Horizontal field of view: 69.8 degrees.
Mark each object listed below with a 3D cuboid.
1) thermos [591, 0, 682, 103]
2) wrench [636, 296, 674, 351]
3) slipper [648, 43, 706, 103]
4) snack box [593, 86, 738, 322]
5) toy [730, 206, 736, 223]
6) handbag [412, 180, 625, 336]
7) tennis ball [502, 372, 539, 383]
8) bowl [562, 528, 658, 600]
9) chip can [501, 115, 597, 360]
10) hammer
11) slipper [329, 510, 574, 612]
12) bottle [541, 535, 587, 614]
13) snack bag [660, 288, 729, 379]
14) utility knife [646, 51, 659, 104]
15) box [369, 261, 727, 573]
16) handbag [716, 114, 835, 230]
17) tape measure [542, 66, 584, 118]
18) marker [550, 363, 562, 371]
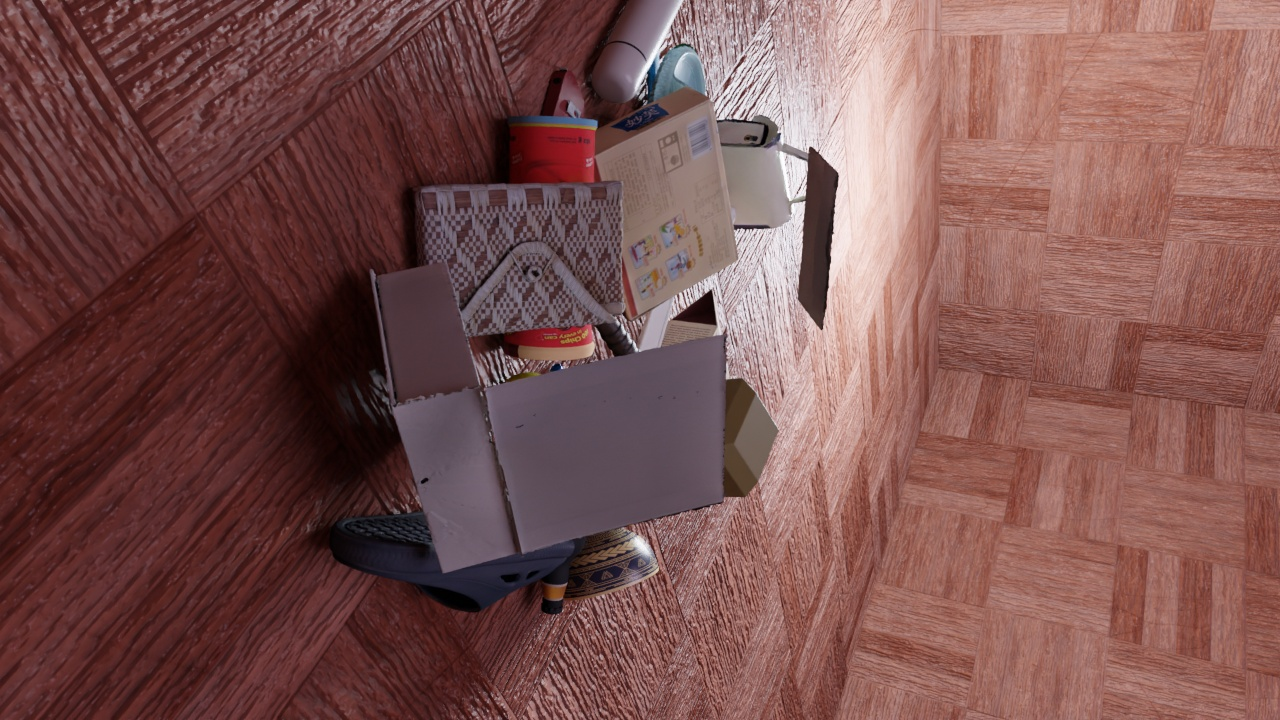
[{"bbox_3d":[0.007,-0.367,0.985,0.223,0.052,0.052,-68,151,-27],"label":"thermos"},{"bbox_3d":[0.036,-0.106,1.140,0.066,0.018,0.273,21,84,-36],"label":"wrench"},{"bbox_3d":[0.043,-0.223,1.065,0.115,0.069,0.276,6,99,-65],"label":"slipper"},{"bbox_3d":[0.017,-0.164,0.984,0.153,0.055,0.208,-30,133,-15],"label":"snack box"},{"bbox_3d":[0.072,-0.167,1.196,0.125,0.037,0.076,-8,109,-41],"label":"toy"},{"bbox_3d":[-0.095,-0.086,0.767,0.185,0.047,0.124,-7,104,-27],"label":"handbag"},{"bbox_3d":[-0.106,0.044,0.867,0.065,0.065,0.065,-30,124,-58],"label":"tennis ball"},{"bbox_3d":[-0.042,0.218,1.019,0.112,0.113,0.061,-10,83,-63],"label":"bowl"},{"bbox_3d":[-0.083,-0.111,0.843,0.086,0.087,0.213,-19,114,-62],"label":"chip can"},{"bbox_3d":[-0.006,0.006,0.989,0.325,0.191,0.100,55,46,-32],"label":"hammer"},{"bbox_3d":[-0.150,0.176,0.771,0.267,0.111,0.083,16,86,-61],"label":"slipper"},{"bbox_3d":[-0.084,0.175,0.959,0.059,0.059,0.181,-6,103,-64],"label":"bottle"},{"bbox_3d":[0.066,0.008,1.206,0.205,0.070,0.094,-60,147,-37],"label":"snack bag"},{"bbox_3d":[0.015,-0.284,1.071,0.031,0.015,0.207,-36,129,-53],"label":"utility knife"},{"bbox_3d":[0.003,0.107,0.569,0.233,0.529,0.167,-52,149,-41],"label":"box"},{"bbox_3d":[0.176,-0.251,1.229,0.073,0.176,0.151,-66,150,-33],"label":"handbag"},{"bbox_3d":[-0.072,-0.249,0.898,0.051,0.019,0.059,33,68,-62],"label":"tape measure"},{"bbox_3d":[-0.060,0.058,0.994,0.142,0.013,0.013,61,43,-34],"label":"marker"}]
